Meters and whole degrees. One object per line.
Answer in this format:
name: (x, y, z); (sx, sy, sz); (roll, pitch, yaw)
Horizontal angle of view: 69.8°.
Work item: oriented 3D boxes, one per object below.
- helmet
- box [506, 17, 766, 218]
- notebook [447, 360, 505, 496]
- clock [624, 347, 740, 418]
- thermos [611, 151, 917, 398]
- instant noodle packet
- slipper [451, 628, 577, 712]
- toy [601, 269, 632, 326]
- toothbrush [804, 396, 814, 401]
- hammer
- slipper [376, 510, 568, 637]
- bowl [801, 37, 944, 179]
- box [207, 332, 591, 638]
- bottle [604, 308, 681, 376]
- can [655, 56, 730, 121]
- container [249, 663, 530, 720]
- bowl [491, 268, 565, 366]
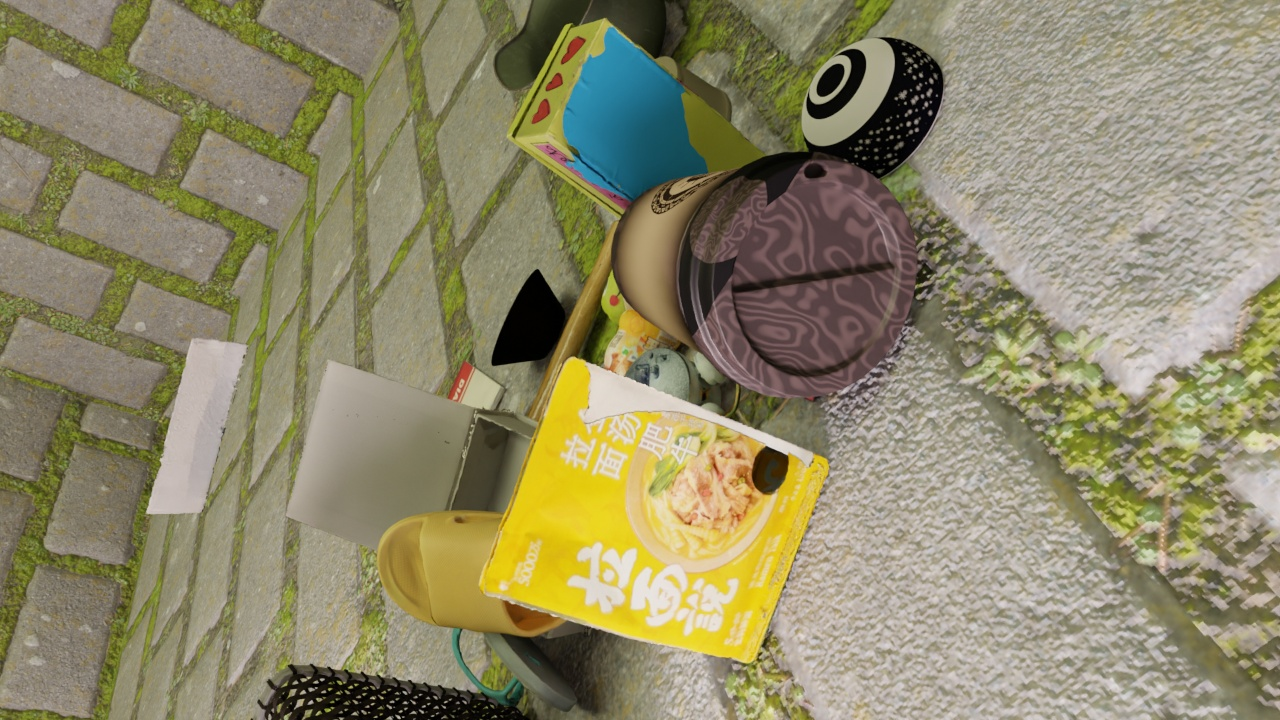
helmet: (-0.055, -0.414, 1.134); (0.228, 0.153, 0.267); (-41, 44, 33)
box: (0.002, -0.194, 0.835); (0.079, 0.221, 0.124); (14, 78, 56)
notebook: (-0.251, 0.111, 1.212); (0.153, 0.012, 0.208); (25, 90, 59)
clock: (0.036, 0.032, 0.789); (0.118, 0.057, 0.083); (-9, 70, 41)
thermos: (0.076, -0.074, 0.716); (0.172, 0.172, 0.226); (-65, 25, 1)
instant noodle packet: (0.009, 0.106, 0.634); (0.084, 0.221, 0.163); (19, 86, 55)
slipper: (-0.130, 0.271, 0.851); (0.054, 0.098, 0.269); (-51, 21, -10)
toy: (-0.004, -0.077, 0.933); (0.092, 0.043, 0.118); (-69, 23, 3)
toothbrush: (0.089, -0.001, 0.780); (0.016, 0.016, 0.190); (-61, 32, 0)
hammer: (-0.084, -0.003, 1.002); (0.330, 0.033, 0.132); (-66, 11, -9)
slipper: (-0.094, 0.174, 0.742); (0.078, 0.263, 0.099); (-47, -48, -80)
bowl: (0.175, -0.211, 0.743); (0.120, 0.066, 0.120); (-34, 43, 40)
box: (-0.211, 0.110, 0.887); (0.419, 0.108, 0.166); (18, 94, 22)
bottle: (-0.005, 0.005, 0.870); (0.063, 0.063, 0.109); (22, 89, 58)
can: (0.026, -0.250, 0.982); (0.128, 0.073, 0.127); (-34, 43, 40)
container: (-0.166, 0.401, 0.682); (0.244, 0.245, 0.247); (6, 75, 54)
bowl: (-0.121, -0.039, 1.062); (0.124, 0.052, 0.124); (47, -112, -89)
